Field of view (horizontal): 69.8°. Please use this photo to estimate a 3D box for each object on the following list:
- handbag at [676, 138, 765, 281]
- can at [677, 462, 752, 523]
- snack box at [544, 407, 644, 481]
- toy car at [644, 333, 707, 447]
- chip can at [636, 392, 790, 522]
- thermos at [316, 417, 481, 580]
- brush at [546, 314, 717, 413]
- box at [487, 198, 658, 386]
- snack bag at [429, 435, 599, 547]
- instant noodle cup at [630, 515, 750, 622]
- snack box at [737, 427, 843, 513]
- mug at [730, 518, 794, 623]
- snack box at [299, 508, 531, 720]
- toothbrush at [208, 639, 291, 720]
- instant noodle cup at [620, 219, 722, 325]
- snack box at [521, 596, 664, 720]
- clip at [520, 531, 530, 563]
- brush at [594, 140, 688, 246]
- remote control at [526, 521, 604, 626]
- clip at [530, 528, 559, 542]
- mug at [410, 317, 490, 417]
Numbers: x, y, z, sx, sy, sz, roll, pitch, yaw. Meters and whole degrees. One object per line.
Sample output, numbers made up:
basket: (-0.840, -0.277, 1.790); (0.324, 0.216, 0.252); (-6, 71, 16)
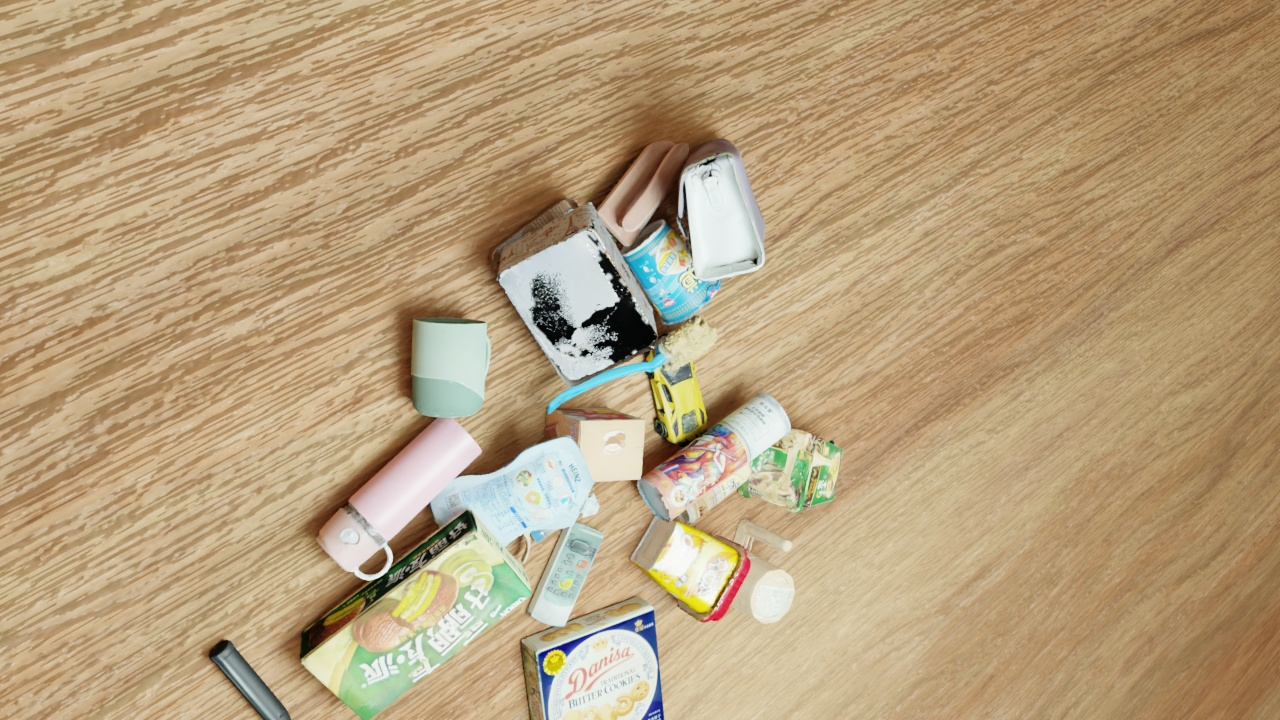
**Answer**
handbag: (0.097, -0.192, 1.136); (0.098, 0.196, 0.145); (-10, 108, 11)
can: (0.095, 0.170, 1.270); (0.116, 0.059, 0.058); (-34, 114, -22)
snack box: (-0.059, 0.103, 1.144); (0.092, 0.094, 0.077); (1, 96, -31)
toy car: (0.048, 0.041, 1.232); (0.071, 0.041, 0.156); (-21, 107, -28)
chip can: (0.099, 0.128, 1.220); (0.214, 0.071, 0.071); (-33, 113, -22)
thermos: (-0.266, 0.156, 1.037); (0.087, 0.067, 0.198); (45, 71, -3)
brush: (-0.007, 0.007, 1.146); (0.254, 0.083, 0.046); (-24, 74, -24)
box: (-0.081, -0.088, 1.111); (0.149, 0.157, 0.181); (-24, 119, 11)
snack bag: (-0.146, 0.165, 1.080); (0.191, 0.038, 0.110); (-22, 98, 7)
instant noodle cup: (0.064, 0.275, 1.244); (0.123, 0.116, 0.116); (35, 79, -19)
snack box: (0.227, 0.157, 1.325); (0.105, 0.118, 0.117); (13, 90, -42)
mug: (0.162, 0.299, 1.305); (0.084, 0.104, 0.124); (21, 87, -32)
snack box: (-0.253, 0.286, 1.041); (0.240, 0.063, 0.114); (-37, 115, -6)
toothbrush: (-0.404, 0.393, 1.018); (0.027, 0.026, 0.213); (-22, 114, 14)
instant noodle cup: (0.035, -0.118, 1.173); (0.099, 0.099, 0.110); (-45, 109, -18)
snack box: (-0.060, 0.431, 1.224); (0.177, 0.046, 0.182); (-13, 105, -30)
clip: (-0.133, 0.203, 1.143); (0.076, 0.034, 0.103); (15, 91, -16)
brush: (0.006, -0.216, 1.148); (0.063, 0.073, 0.145); (44, 73, -28)
remote control: (-0.097, 0.277, 1.192); (0.056, 0.019, 0.135); (28, 82, -32)
clip: (-0.116, 0.209, 1.174); (0.056, 0.028, 0.024); (-30, 110, -14)
mug: (-0.211, 0.006, 1.052); (0.111, 0.082, 0.106); (-11, 105, -62)
